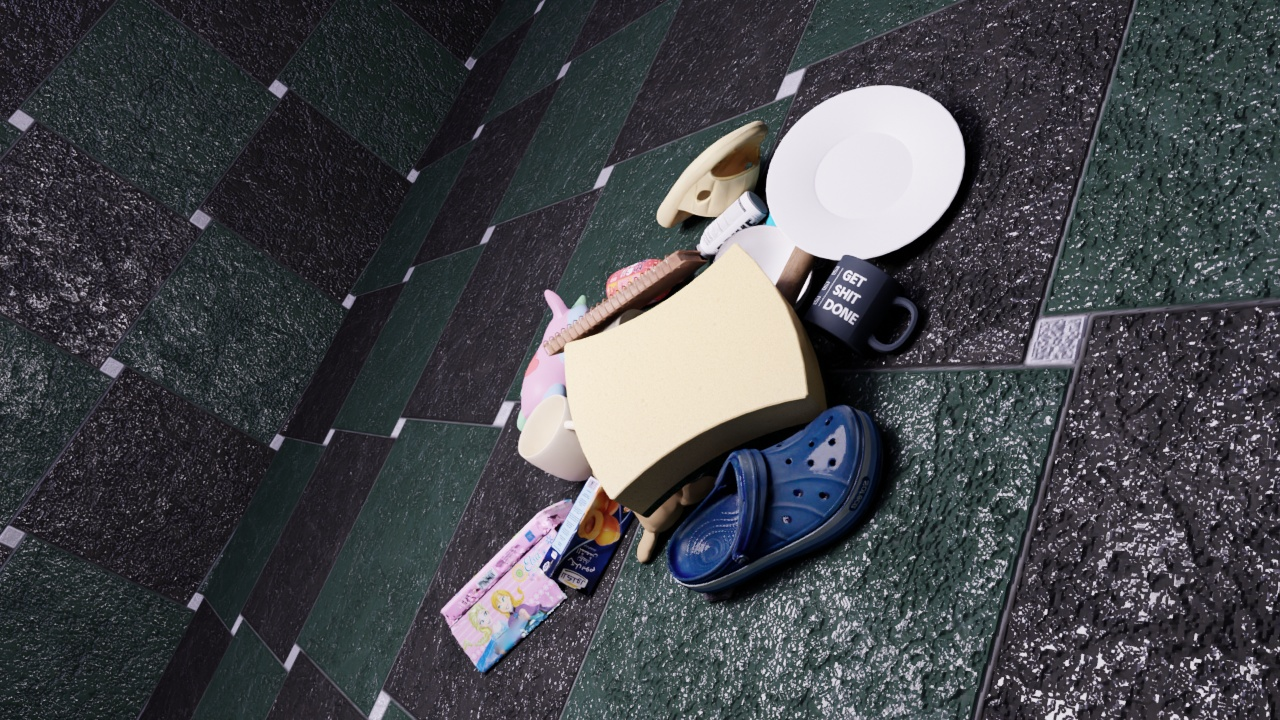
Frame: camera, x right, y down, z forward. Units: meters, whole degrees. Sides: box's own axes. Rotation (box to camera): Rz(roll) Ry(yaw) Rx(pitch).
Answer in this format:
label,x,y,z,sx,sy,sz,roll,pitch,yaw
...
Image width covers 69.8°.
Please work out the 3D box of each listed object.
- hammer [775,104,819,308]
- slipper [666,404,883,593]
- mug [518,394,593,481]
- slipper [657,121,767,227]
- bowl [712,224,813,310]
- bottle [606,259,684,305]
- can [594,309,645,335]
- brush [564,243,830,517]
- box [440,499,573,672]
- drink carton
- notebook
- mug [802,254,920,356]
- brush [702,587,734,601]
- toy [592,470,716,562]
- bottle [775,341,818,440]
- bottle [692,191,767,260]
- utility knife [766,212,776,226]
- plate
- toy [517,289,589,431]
label,x,y,z,sx,sy,sz,roll,pitch,yaw
hammer,0.192,-0.142,1.007,0.129,0.040,0.321,23,81,28
slipper,0.114,0.134,0.862,0.253,0.095,0.105,-42,33,23
mug,-0.086,0.108,1.209,0.120,0.099,0.096,-15,48,50
slipper,0.099,-0.230,1.255,0.111,0.079,0.262,-29,-3,-24
bowl,0.141,-0.092,1.057,0.113,0.063,0.113,-3,72,10
bottle,0.012,-0.113,1.312,0.138,0.062,0.061,-14,51,51
can,-0.007,0.007,1.153,0.073,0.127,0.127,-37,35,31
brush,0.053,0.021,0.944,0.250,0.075,0.194,-30,55,16
box,-0.151,0.296,1.203,0.231,0.105,0.086,-46,-13,22
drink carton,-0.062,0.212,1.105,0.130,0.064,0.040,-61,25,-6
notebook,-0.017,-0.074,1.181,0.211,0.022,0.169,-34,-3,15
mug,0.225,-0.047,0.910,0.105,0.071,0.077,33,91,35
brush,0.101,0.174,0.937,0.039,0.012,0.151,-8,55,55
toy,0.003,0.145,1.034,0.134,0.108,0.105,-49,13,17
bottle,0.164,0.030,0.952,0.036,0.036,0.109,-12,53,54
bottle,0.115,-0.174,1.227,0.116,0.041,0.041,-41,33,29
utility knife,0.169,-0.170,1.168,0.022,0.015,0.124,-2,57,42
plate,0.237,-0.199,0.977,0.209,0.015,0.208,-10,66,24
toy,-0.115,0.012,1.329,0.221,0.120,0.171,-88,23,-57
